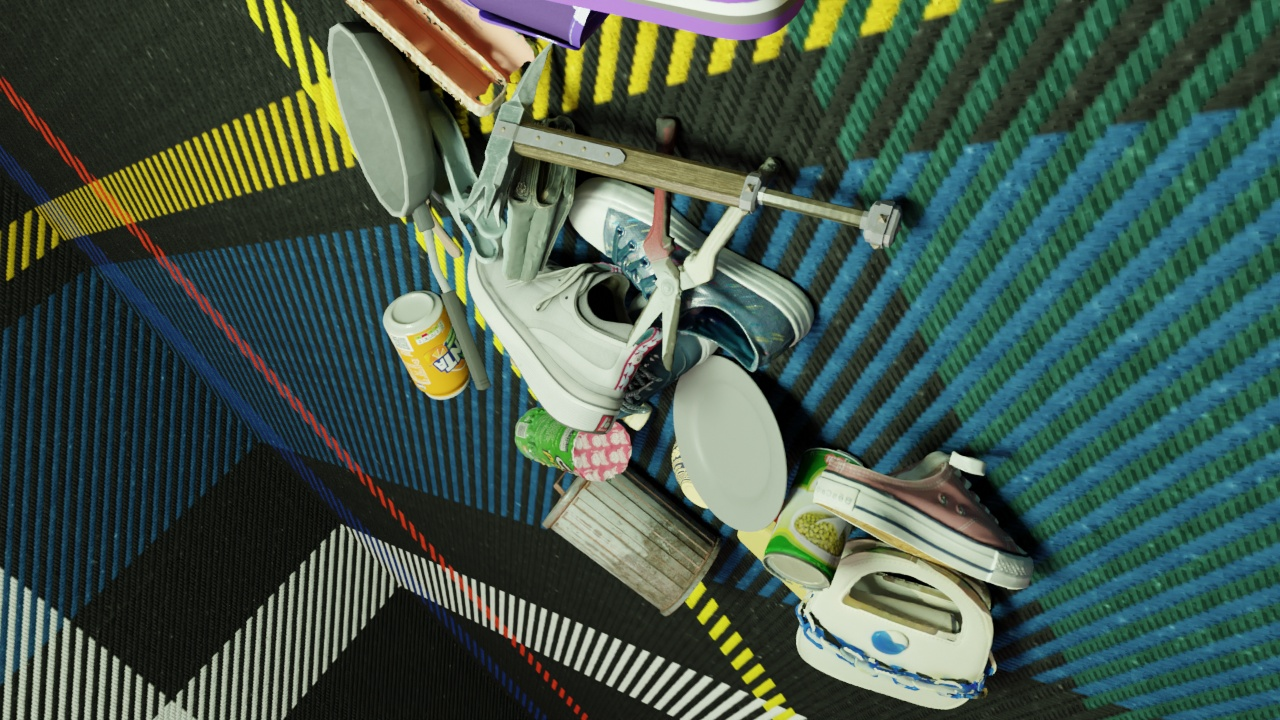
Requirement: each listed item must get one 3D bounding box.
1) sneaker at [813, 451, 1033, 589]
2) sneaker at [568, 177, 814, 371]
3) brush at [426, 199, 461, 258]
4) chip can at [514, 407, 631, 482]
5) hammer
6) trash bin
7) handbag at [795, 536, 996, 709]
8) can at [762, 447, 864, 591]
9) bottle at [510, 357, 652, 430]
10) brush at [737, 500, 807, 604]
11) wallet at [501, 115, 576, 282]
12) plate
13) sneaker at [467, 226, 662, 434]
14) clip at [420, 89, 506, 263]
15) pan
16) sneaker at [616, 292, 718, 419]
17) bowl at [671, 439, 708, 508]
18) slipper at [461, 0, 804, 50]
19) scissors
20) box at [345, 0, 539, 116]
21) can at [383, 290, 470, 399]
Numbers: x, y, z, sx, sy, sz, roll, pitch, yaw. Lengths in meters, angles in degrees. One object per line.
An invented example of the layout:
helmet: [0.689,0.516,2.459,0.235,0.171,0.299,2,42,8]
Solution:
sneaker: [0.247,0.121,0.767,0.241,0.087,0.118,27,172,-29]
sneaker: [0.027,-0.067,0.771,0.235,0.079,0.088,33,151,13]
brush: [-0.247,-0.166,1.026,0.050,0.015,0.136,0,132,49]
chip can: [-0.089,0.098,1.111,0.075,0.075,0.224,49,162,-17]
hammer: [0.031,-0.136,0.659,0.317,0.147,0.028,18,177,20]
trash bin: [-0.016,0.210,1.168,0.211,0.130,0.131,38,152,1]
handbag: [0.259,0.264,0.925,0.201,0.092,0.200,13,135,14]
can: [0.165,0.147,0.862,0.067,0.120,0.067,22,152,12]
bottle: [-0.063,0.022,1.031,0.166,0.059,0.060,33,152,-5]
brush: [0.177,0.223,1.043,0.173,0.041,0.082,45,152,-8]
wallet: [-0.090,-0.137,0.793,0.054,0.100,0.132,15,154,-10]
plate: [0.088,0.080,0.901,0.178,0.012,0.179,32,129,50]
sneaker: [-0.073,-0.061,0.863,0.096,0.129,0.263,16,-149,-50]
clip: [-0.169,-0.183,0.840,0.171,0.029,0.142,54,155,21]
pan: [-0.206,-0.141,0.866,0.179,0.041,0.357,0,111,64]
sneaker: [-0.005,0.005,0.901,0.089,0.087,0.236,41,151,-4]
bowl: [0.078,0.126,1.002,0.112,0.061,0.113,30,150,19]
slipper: [-0.026,-0.234,0.576,0.267,0.107,0.084,23,148,21]
scissors: [0.036,-0.094,0.703,0.180,0.015,0.193,-19,92,34]
box: [-0.167,-0.276,0.720,0.187,0.083,0.043,40,167,-4]
can: [-0.277,-0.019,1.205,0.079,0.078,0.143,23,148,29]
